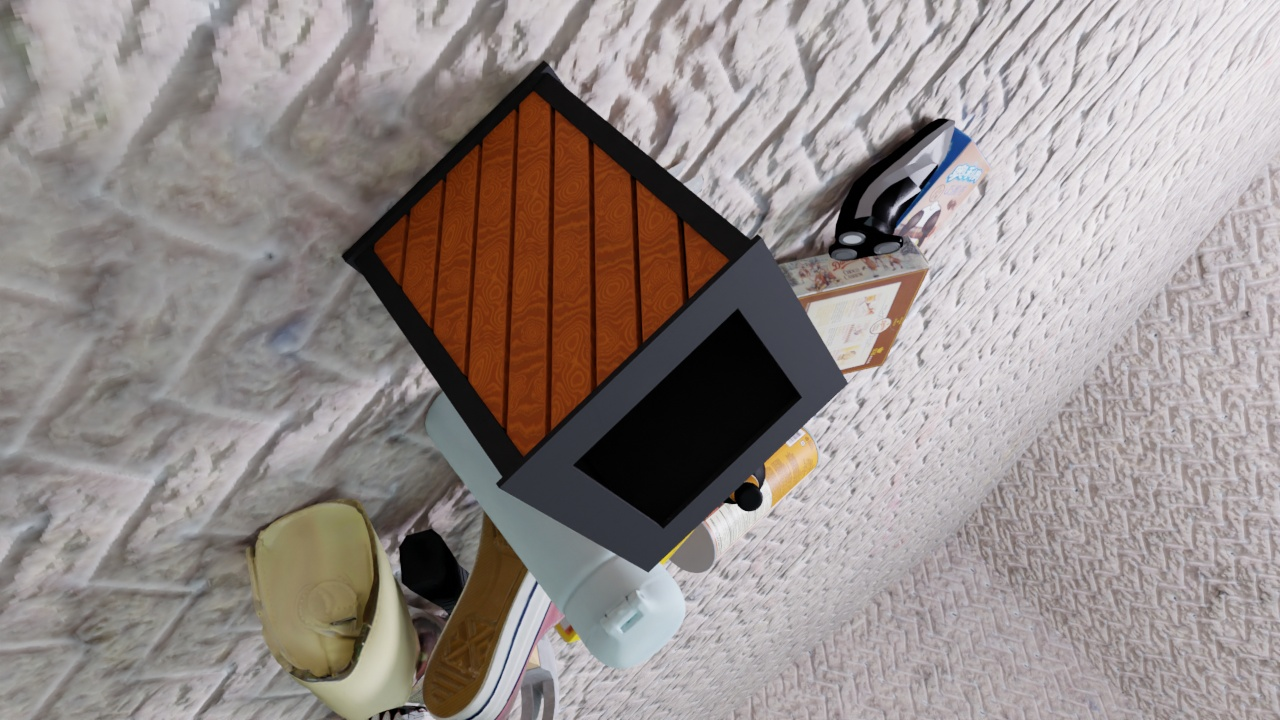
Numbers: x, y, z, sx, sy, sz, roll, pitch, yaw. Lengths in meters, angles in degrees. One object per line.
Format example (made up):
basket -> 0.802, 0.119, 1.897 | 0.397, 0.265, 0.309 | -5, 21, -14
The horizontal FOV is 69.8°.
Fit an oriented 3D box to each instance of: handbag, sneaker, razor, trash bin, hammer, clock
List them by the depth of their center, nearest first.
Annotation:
trash bin -> -0.022, -0.020, 0.459 | 0.140, 0.172, 0.139 | -44, 144, 1
handbag -> -0.196, 0.165, 0.592 | 0.081, 0.111, 0.119 | -17, 146, -14
sneaker -> -0.071, 0.149, 0.659 | 0.088, 0.118, 0.240 | 41, 60, -40
razor -> 0.214, -0.148, 0.768 | 0.156, 0.060, 0.057 | -57, 170, -16
hammer -> -0.126, 0.222, 0.775 | 0.039, 0.131, 0.328 | -16, 147, 1
clock -> -0.197, 0.348, 0.828 | 0.155, 0.065, 0.114 | -11, 155, 37

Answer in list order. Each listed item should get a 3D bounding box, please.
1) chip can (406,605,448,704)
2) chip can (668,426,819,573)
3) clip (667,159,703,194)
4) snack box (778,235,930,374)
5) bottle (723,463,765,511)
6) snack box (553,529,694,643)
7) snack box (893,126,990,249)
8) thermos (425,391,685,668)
chip can -> -0.177, 0.269, 0.822 | 0.080, 0.080, 0.229 | -41, 155, -5
chip can -> 0.108, 0.139, 0.984 | 0.214, 0.075, 0.075 | -31, 153, -45
clip -> 0.000, -0.078, 0.583 | 0.101, 0.050, 0.058 | -32, 140, -19
snack box -> 0.170, -0.037, 0.833 | 0.147, 0.041, 0.143 | -13, 146, -15
bottle -> 0.085, 0.102, 0.850 | 0.059, 0.059, 0.181 | -45, -171, 3
snack box -> -0.012, 0.124, 0.789 | 0.231, 0.110, 0.061 | -52, 153, 17
snack box -> 0.254, -0.140, 0.853 | 0.151, 0.034, 0.087 | -52, 152, 16
thermos -> -0.055, 0.096, 0.575 | 0.065, 0.207, 0.078 | -40, 154, -7
